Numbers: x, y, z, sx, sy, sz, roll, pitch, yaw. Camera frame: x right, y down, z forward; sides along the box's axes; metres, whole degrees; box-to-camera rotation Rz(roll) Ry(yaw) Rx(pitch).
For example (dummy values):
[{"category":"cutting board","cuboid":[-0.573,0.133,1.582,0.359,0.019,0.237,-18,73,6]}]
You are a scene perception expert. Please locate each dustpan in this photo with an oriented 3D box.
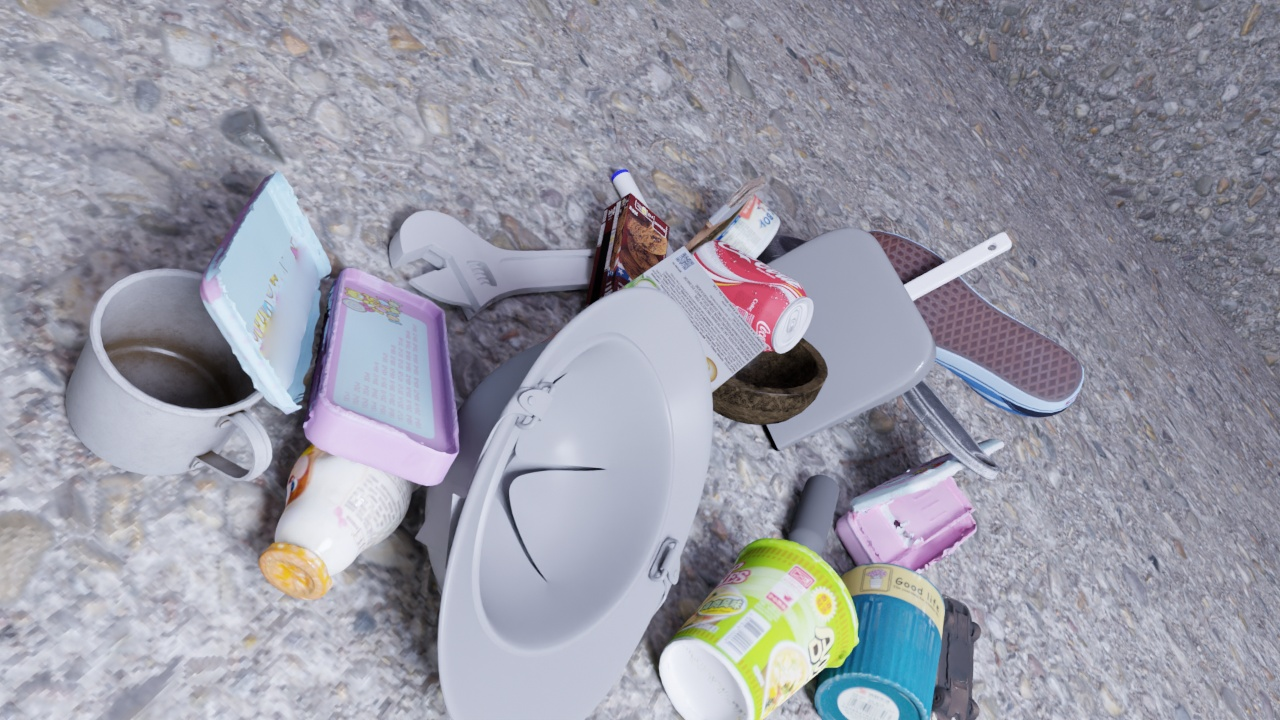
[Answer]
[{"category":"dustpan","cuboid":[0.203,-0.047,0.811,0.033,0.258,0.163,32,32,-61]}]

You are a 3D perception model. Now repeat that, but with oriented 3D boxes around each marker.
[{"category":"marker","cuboid":[0.012,-0.119,0.860,0.020,0.020,0.141,-6,61,-47]}]

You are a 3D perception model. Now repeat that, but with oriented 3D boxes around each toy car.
[{"category":"toy car","cuboid":[0.248,0.250,0.751,0.048,0.041,0.112,27,59,-25]}]

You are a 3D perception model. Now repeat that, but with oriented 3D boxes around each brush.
[{"category":"brush","cuboid":[0.048,-0.102,0.777,0.008,0.143,0.045,49,28,3]}]

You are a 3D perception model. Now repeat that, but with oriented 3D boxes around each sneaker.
[{"category":"sneaker","cuboid":[0.284,-0.024,0.851,0.241,0.083,0.098,39,-9,20]}]

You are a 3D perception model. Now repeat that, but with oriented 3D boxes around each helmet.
[{"category":"helmet","cuboid":[-0.064,0.077,0.533,0.183,0.118,0.270,56,51,-39]}]

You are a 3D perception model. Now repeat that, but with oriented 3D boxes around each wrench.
[{"category":"wrench","cuboid":[-0.080,-0.081,0.737,0.272,0.018,0.086,-11,66,-51]}]

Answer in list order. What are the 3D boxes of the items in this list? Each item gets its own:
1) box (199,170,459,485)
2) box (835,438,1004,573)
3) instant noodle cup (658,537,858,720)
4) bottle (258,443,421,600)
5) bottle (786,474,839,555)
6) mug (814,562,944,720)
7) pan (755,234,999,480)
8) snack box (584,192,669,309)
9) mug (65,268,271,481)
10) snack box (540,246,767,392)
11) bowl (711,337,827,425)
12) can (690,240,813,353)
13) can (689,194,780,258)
[{"category":"box","cuboid":[-0.165,-0.024,0.499,0.150,0.049,0.214,47,6,-26]},{"category":"box","cuboid":[0.269,0.128,0.825,0.201,0.103,0.087,-10,63,-49]},{"category":"instant noodle cup","cuboid":[0.071,0.182,0.592,0.107,0.099,0.099,-26,77,-44]},{"category":"bottle","cuboid":[-0.155,0.073,0.481,0.063,0.063,0.108,38,37,-13]},{"category":"bottle","cuboid":[0.137,0.138,0.743,0.030,0.030,0.112,43,37,-6]},{"category":"mug","cuboid":[0.160,0.210,0.673,0.113,0.083,0.107,20,40,10]},{"category":"pan","cuboid":[0.225,-0.021,0.882,0.187,0.055,0.356,9,29,-37]},{"category":"snack box","cuboid":[-0.011,-0.069,0.760,0.051,0.032,0.140,37,44,-32]},{"category":"mug","cuboid":[-0.225,0.019,0.454,0.113,0.071,0.084,54,37,9]},{"category":"snack box","cuboid":[-0.004,0.004,0.666,0.185,0.032,0.101,-37,85,-31]},{"category":"bowl","cuboid":[0.091,0.017,0.773,0.121,0.056,0.121,9,31,-6]},{"category":"can","cuboid":[0.087,-0.053,0.765,0.105,0.064,0.064,34,28,32]},{"category":"can","cuboid":[0.090,-0.118,0.883,0.043,0.086,0.086,41,37,-12]}]
